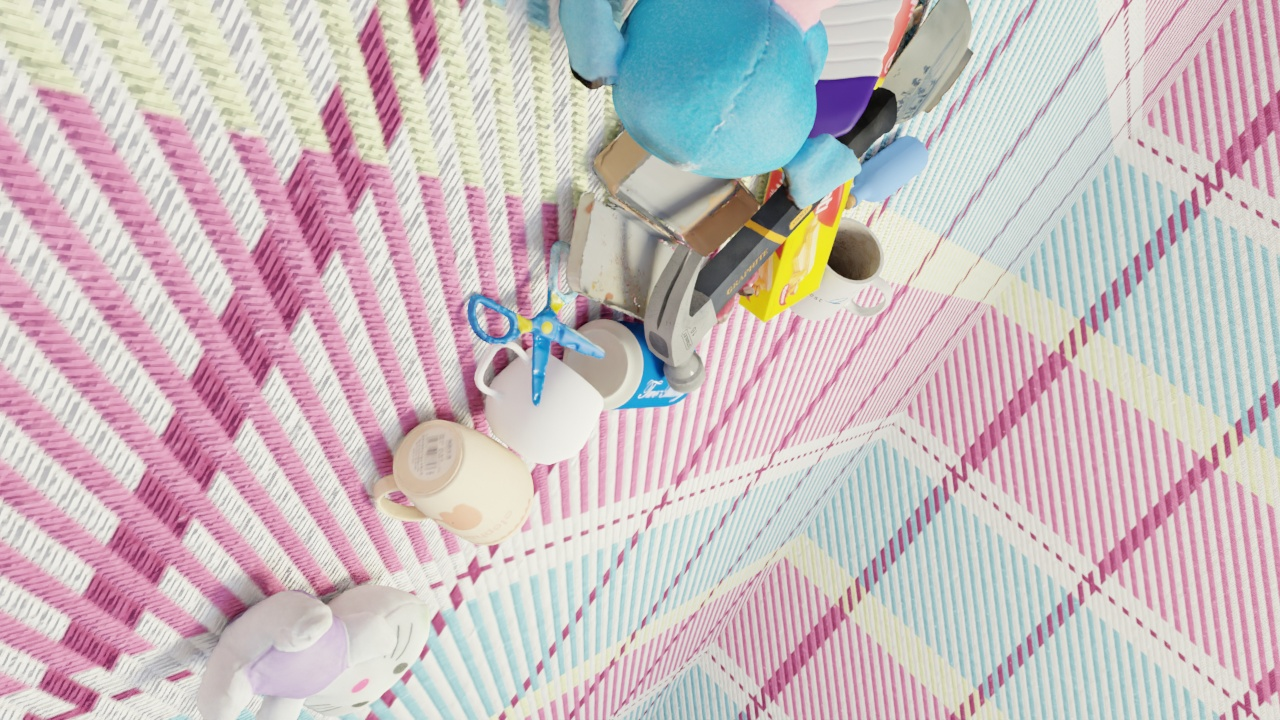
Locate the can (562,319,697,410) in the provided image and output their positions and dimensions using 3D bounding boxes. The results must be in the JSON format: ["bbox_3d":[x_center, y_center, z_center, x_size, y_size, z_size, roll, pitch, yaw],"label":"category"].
[{"bbox_3d":[-0.005,0.005,0.844,0.079,0.079,0.146,-54,158,15],"label":"can"}]

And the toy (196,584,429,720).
[{"bbox_3d":[-0.261,0.238,0.748,0.137,0.085,0.209,-45,157,-2],"label":"toy"}]

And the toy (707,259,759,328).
[{"bbox_3d":[0.077,-0.061,0.902,0.102,0.065,0.050,-45,135,-2],"label":"toy"}]

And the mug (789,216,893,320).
[{"bbox_3d":[0.230,-0.093,1.043,0.082,0.119,0.097,-59,-177,-28],"label":"mug"}]

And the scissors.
[{"bbox_3d":[-0.071,-0.031,0.684,0.125,0.014,0.130,28,86,-38],"label":"scissors"}]

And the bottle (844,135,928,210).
[{"bbox_3d":[0.274,-0.210,1.054,0.131,0.048,0.048,-37,156,-27],"label":"bottle"}]

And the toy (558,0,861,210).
[{"bbox_3d":[0.068,-0.189,0.523,0.224,0.099,0.191,27,90,-24],"label":"toy"}]

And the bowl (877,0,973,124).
[{"bbox_3d":[0.269,-0.275,0.864,0.150,0.057,0.151,-55,177,-5],"label":"bowl"}]

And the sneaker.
[{"bbox_3d":[0.129,-0.269,0.616,0.111,0.091,0.244,-127,-129,-72],"label":"sneaker"}]

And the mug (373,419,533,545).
[{"bbox_3d":[-0.156,0.099,0.731,0.111,0.085,0.104,-21,150,9],"label":"mug"}]

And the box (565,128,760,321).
[{"bbox_3d":[0.019,-0.104,0.729,0.157,0.071,0.216,-68,157,3],"label":"box"}]

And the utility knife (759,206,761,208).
[{"bbox_3d":[0.190,-0.210,0.929,0.233,0.020,0.029,-42,153,-17],"label":"utility knife"}]

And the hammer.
[{"bbox_3d":[0.118,-0.117,0.784,0.312,0.035,0.139,-47,150,-15],"label":"hammer"}]

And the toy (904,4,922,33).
[{"bbox_3d":[0.198,-0.269,0.802,0.112,0.050,0.087,-59,165,-10],"label":"toy"}]

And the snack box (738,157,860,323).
[{"bbox_3d":[0.158,-0.137,0.914,0.092,0.042,0.201,-31,147,-32],"label":"snack box"}]

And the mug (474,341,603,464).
[{"bbox_3d":[-0.089,0.032,0.731,0.076,0.090,0.124,-53,135,-10],"label":"mug"}]

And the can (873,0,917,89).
[{"bbox_3d":[0.178,-0.279,0.701,0.066,0.067,0.125,-18,135,-53],"label":"can"}]
